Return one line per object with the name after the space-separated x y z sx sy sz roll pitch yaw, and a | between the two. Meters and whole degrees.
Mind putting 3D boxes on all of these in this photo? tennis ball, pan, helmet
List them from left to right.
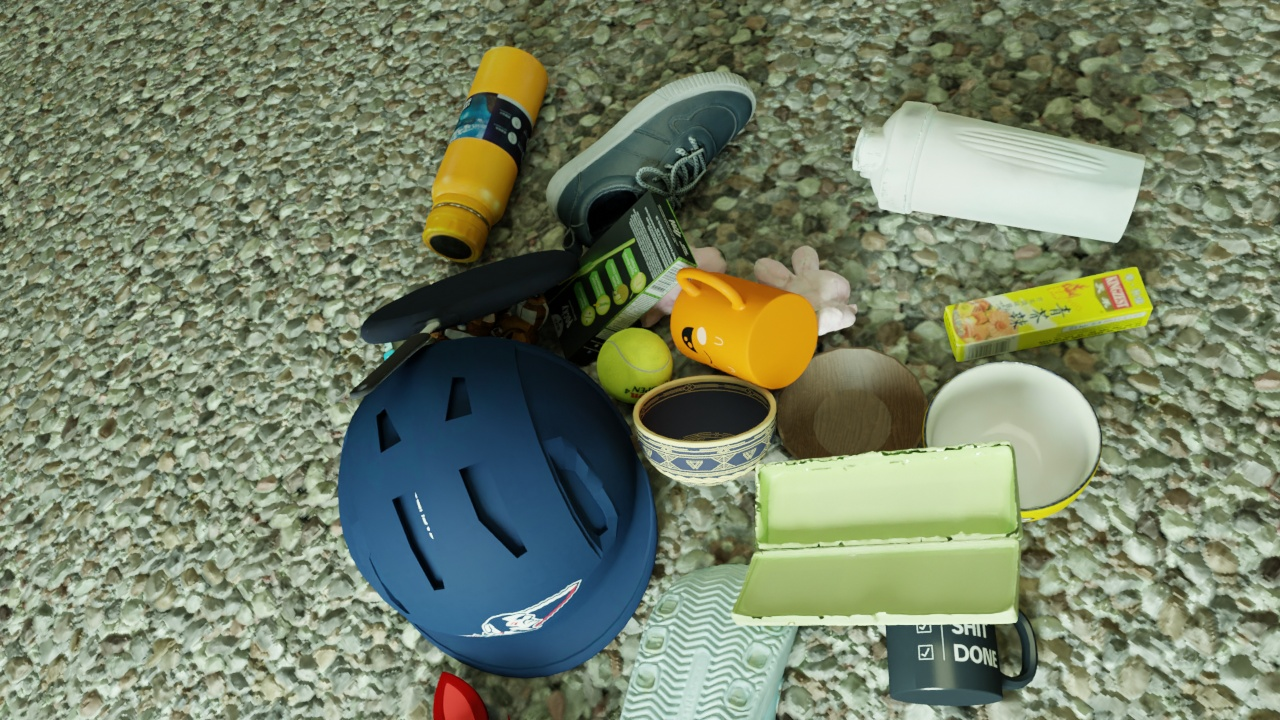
-0.158 -0.037 0.733 0.199 0.021 0.355 -15 16 11 | pan
-0.109 0.114 0.699 0.232 0.223 0.272 -23 94 4 | helmet
-0.005 0.005 0.788 0.065 0.065 0.065 -7 60 13 | tennis ball

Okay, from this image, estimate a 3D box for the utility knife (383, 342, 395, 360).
-0.234 0.025 0.878 0.022 0.015 0.123 -40 53 24 | utility knife

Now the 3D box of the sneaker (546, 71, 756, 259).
0.017 -0.184 0.874 0.235 0.089 0.087 -34 54 3 | sneaker

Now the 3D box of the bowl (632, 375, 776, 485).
0.053 0.064 0.733 0.112 0.061 0.112 -5 25 2 | bowl

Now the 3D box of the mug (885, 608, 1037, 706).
0.219 0.190 0.622 0.105 0.071 0.077 9 62 -9 | mug

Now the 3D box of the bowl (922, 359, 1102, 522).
0.267 0.066 0.669 0.117 0.068 0.117 -7 60 13 | bowl

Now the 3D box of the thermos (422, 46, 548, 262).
-0.163 -0.210 0.956 0.076 0.092 0.232 18 65 -9 | thermos

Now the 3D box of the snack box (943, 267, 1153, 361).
0.322 -0.036 0.731 0.148 0.029 0.040 -12 60 11 | snack box

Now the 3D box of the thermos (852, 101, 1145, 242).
0.295 -0.156 0.776 0.220 0.099 0.099 16 68 18 | thermos

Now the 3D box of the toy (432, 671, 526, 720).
-0.120 0.327 0.624 0.158 0.121 0.196 10 57 24 | toy

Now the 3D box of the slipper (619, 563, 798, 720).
0.041 0.246 0.634 0.104 0.074 0.244 7 48 24 | slipper

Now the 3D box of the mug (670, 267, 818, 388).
0.075 -0.037 0.743 0.077 0.112 0.096 -52 38 -12 | mug

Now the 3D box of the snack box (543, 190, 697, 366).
-0.022 -0.071 0.817 0.148 0.025 0.080 -41 53 28 | snack box

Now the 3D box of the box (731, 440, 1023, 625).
0.160 0.122 0.626 0.188 0.047 0.140 -11 42 29 | box

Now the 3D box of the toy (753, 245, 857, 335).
0.144 -0.057 0.789 0.063 0.047 0.110 -22 49 -4 | toy

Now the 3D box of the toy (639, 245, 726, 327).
0.021 -0.075 0.834 0.099 0.052 0.096 37 90 36 | toy

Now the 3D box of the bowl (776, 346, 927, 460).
0.168 0.047 0.732 0.118 0.030 0.117 -8 60 13 | bowl

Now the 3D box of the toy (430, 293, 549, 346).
-0.146 -0.028 0.851 0.113 0.067 0.087 13 51 9 | toy
